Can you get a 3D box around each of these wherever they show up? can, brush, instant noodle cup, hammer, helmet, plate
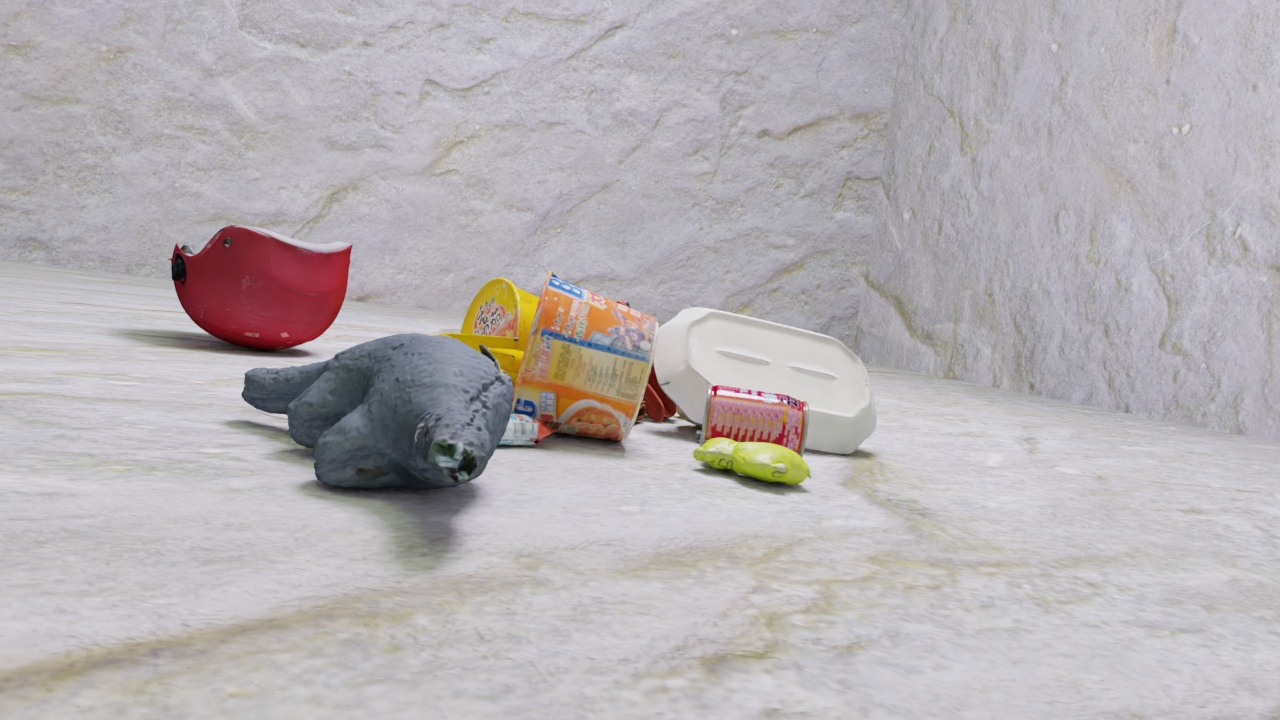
[{"bbox_3d":[0.104,0.061,0.849,0.094,0.066,0.066,8,4,4],"label":"can"},{"bbox_3d":[-0.006,0.006,1.055,0.063,0.146,0.069,-35,-1,26],"label":"brush"},{"bbox_3d":[-0.148,-0.023,1.155,0.109,0.138,0.138,16,-2,-38],"label":"instant noodle cup"},{"bbox_3d":[-0.099,0.013,1.056,0.300,0.033,0.129,16,-10,-41],"label":"hammer"},{"bbox_3d":[-0.502,-0.083,1.205,0.241,0.144,0.206,-6,-5,33],"label":"helmet"},{"bbox_3d":[0.143,0.012,0.990,0.265,0.161,0.034,13,-40,-14],"label":"plate"},{"bbox_3d":[-0.053,0.004,0.852,0.111,0.151,0.151,16,3,-6],"label":"instant noodle cup"}]

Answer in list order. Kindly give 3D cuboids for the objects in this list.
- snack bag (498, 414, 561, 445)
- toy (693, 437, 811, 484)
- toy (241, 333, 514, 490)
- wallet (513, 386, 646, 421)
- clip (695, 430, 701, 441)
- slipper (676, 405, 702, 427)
[{"bbox_3d":[-0.118,0.057,0.759,0.104,0.026,0.048,6,-9,-39],"label":"snack bag"},{"bbox_3d":[0.095,0.083,0.772,0.100,0.031,0.096,8,2,14],"label":"toy"},{"bbox_3d":[-0.160,0.031,0.608,0.137,0.091,0.357,-10,11,-34],"label":"toy"},{"bbox_3d":[-0.072,0.047,0.982,0.131,0.035,0.119,9,-2,17],"label":"wallet"},{"bbox_3d":[0.083,0.077,0.923,0.058,0.043,0.026,1,7,15],"label":"clip"},{"bbox_3d":[0.124,0.044,1.044,0.190,0.081,0.092,8,0,-38],"label":"slipper"}]
